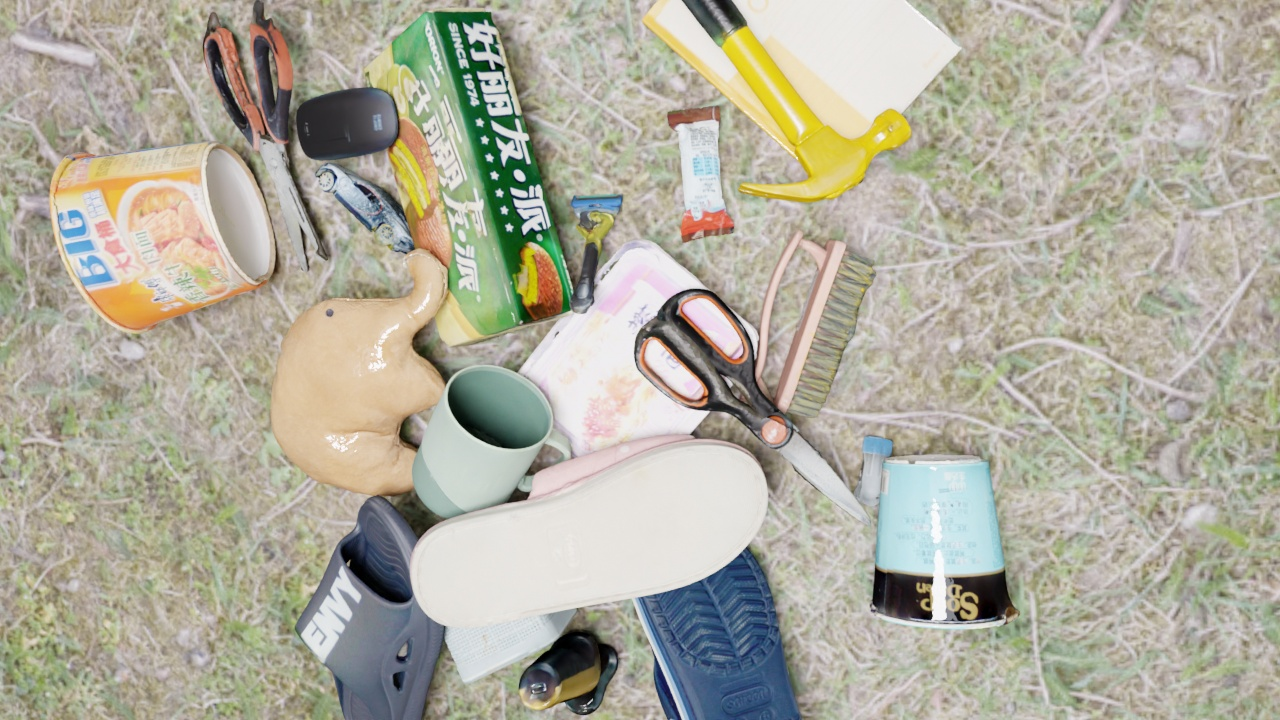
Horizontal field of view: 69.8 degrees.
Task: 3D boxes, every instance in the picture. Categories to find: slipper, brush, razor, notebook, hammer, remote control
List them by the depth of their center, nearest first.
[{"bbox_3d":[-0.037,0.129,0.690,0.274,0.054,0.114,-17,95,-5],"label":"slipper"},{"bbox_3d":[0.070,-0.250,0.705,0.129,0.033,0.300,-36,89,3],"label":"hammer"},{"bbox_3d":[-0.038,-0.082,0.713,0.043,0.142,0.022,-3,134,8],"label":"razor"},{"bbox_3d":[0.127,-0.025,0.719,0.073,0.063,0.146,19,100,2],"label":"brush"},{"bbox_3d":[-0.059,0.251,0.719,0.062,0.167,0.067,-11,76,6],"label":"razor"},{"bbox_3d":[0.124,-0.256,0.722,0.206,0.010,0.146,43,99,2],"label":"notebook"},{"bbox_3d":[-0.223,0.237,0.738,0.111,0.083,0.269,33,124,34],"label":"slipper"},{"bbox_3d":[-0.244,-0.190,0.740,0.137,0.024,0.053,4,106,39],"label":"remote control"},{"bbox_3d":[0.060,0.245,0.742,0.105,0.095,0.252,-15,72,-24],"label":"slipper"}]

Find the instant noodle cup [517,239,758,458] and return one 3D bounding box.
[{"bbox_3d":[-0.004,0.004,0.741,0.138,0.060,0.173,40,98,3],"label":"instant noodle cup"}]

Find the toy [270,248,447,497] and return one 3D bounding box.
[{"bbox_3d":[-0.224,0.010,0.736,0.143,0.082,0.226,16,118,-7],"label":"toy"}]

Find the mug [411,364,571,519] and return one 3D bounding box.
[{"bbox_3d":[-0.113,0.071,0.711,0.111,0.082,0.107,17,131,-19],"label":"mug"}]

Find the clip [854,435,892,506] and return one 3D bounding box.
[{"bbox_3d":[0.189,0.090,0.746,0.024,0.028,0.057,10,88,4],"label":"clip"}]

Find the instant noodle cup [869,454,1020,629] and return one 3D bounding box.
[{"bbox_3d":[0.229,0.133,0.704,0.111,0.111,0.120,-1,87,8],"label":"instant noodle cup"}]

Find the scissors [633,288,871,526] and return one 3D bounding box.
[{"bbox_3d":[0.102,0.033,0.688,0.235,0.021,0.125,26,99,4],"label":"scissors"}]

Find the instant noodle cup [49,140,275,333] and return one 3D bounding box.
[{"bbox_3d":[-0.376,-0.106,0.744,0.111,0.151,0.151,-13,94,1],"label":"instant noodle cup"}]

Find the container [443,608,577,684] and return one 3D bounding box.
[{"bbox_3d":[-0.122,0.188,0.762,0.090,0.090,0.111,-27,88,9],"label":"container"}]

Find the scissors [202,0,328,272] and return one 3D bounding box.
[{"bbox_3d":[-0.307,-0.189,0.766,0.197,0.015,0.215,39,126,19],"label":"scissors"}]

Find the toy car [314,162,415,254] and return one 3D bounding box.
[{"bbox_3d":[-0.224,-0.129,0.764,0.105,0.049,0.031,42,96,2],"label":"toy car"}]

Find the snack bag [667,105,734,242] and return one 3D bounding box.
[{"bbox_3d":[0.048,-0.149,0.734,0.048,0.026,0.104,-10,93,-11],"label":"snack bag"}]

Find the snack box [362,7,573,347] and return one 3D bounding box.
[{"bbox_3d":[-0.135,-0.136,0.717,0.115,0.063,0.240,-11,95,50],"label":"snack box"}]
